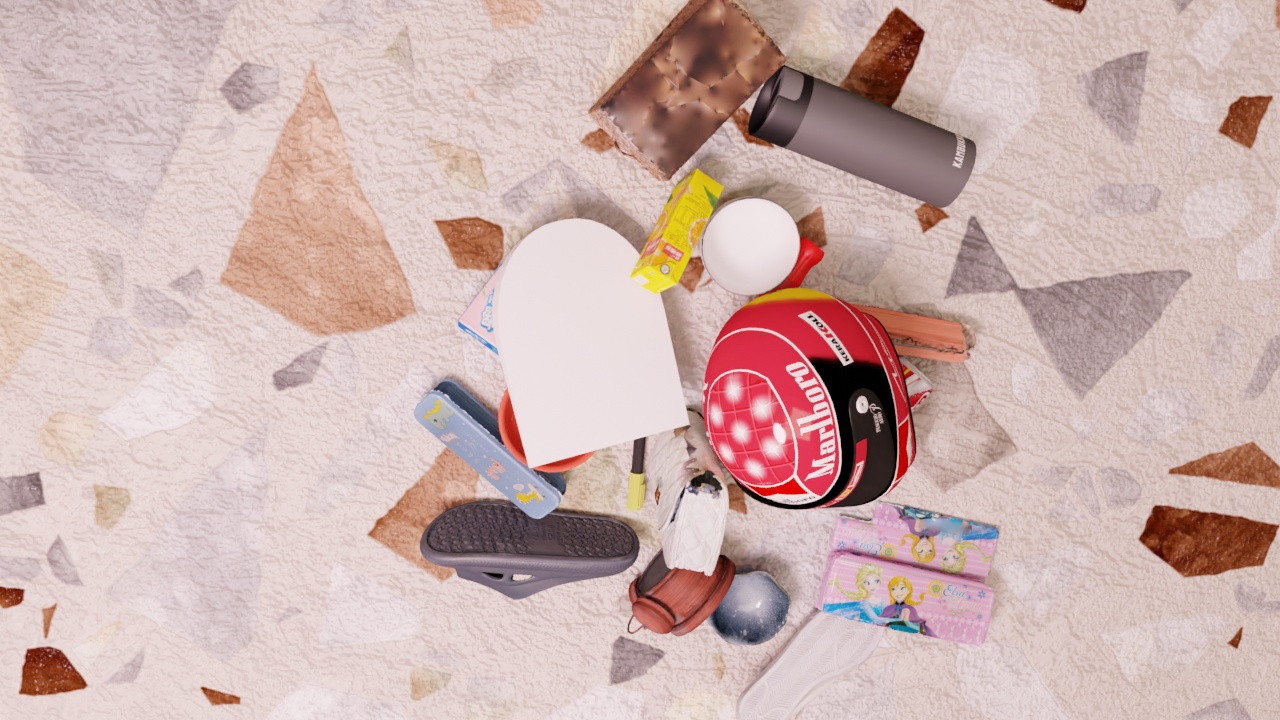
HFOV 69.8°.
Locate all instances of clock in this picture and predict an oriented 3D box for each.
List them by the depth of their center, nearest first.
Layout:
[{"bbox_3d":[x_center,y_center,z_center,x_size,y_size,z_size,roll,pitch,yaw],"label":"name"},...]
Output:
[{"bbox_3d":[0.043,0.287,1.151,0.072,0.120,0.157,43,90,-7],"label":"clock"}]

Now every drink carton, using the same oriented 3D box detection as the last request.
[{"bbox_3d":[0.039,-0.144,1.027,0.043,0.059,0.134,31,72,-16],"label":"drink carton"}]

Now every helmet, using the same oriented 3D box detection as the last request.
[{"bbox_3d":[0.179,0.056,1.020,0.198,0.224,0.271,-12,98,45],"label":"helmet"}]

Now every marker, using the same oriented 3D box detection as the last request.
[{"bbox_3d":[-0.002,0.129,1.152,0.021,0.017,0.124,16,108,37],"label":"marker"}]

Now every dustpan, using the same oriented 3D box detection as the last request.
[{"bbox_3d":[-0.068,-0.030,1.049,0.191,0.053,0.258,-14,95,-16],"label":"dustpan"}]

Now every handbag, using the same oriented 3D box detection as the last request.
[{"bbox_3d":[0.052,0.150,1.073,0.072,0.194,0.139,7,107,-7],"label":"handbag"}]

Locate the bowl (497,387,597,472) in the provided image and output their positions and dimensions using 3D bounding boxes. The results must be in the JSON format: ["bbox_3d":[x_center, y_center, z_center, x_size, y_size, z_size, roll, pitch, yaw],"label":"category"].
[{"bbox_3d":[-0.106,0.067,1.105,0.130,0.045,0.130,0,91,-9],"label":"bowl"}]

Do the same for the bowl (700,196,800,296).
[{"bbox_3d":[0.123,-0.136,1.064,0.113,0.063,0.113,-1,106,-4],"label":"bowl"}]

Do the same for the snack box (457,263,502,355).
[{"bbox_3d":[-0.125,-0.032,1.062,0.154,0.033,0.087,37,73,-6],"label":"snack box"}]

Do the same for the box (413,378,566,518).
[{"bbox_3d":[-0.182,0.113,1.106,0.210,0.059,0.068,43,100,-8],"label":"box"}]

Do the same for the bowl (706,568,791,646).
[{"bbox_3d":[0.137,0.313,1.198,0.110,0.055,0.110,-1,106,-4],"label":"bowl"}]

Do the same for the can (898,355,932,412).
[{"bbox_3d":[0.304,0.049,1.131,0.064,0.064,0.105,39,99,-14],"label":"can"}]

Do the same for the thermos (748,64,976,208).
[{"bbox_3d":[0.248,-0.251,1.031,0.240,0.082,0.082,18,104,-10],"label":"thermos"}]

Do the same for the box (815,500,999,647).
[{"bbox_3d":[0.357,0.274,1.199,0.230,0.035,0.159,13,90,-7],"label":"box"}]

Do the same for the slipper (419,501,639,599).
[{"bbox_3d":[-0.137,0.240,1.139,0.268,0.110,0.083,5,121,-12],"label":"slipper"}]

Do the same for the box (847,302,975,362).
[{"bbox_3d":[0.315,-0.022,1.123,0.188,0.056,0.064,10,141,-6],"label":"box"}]

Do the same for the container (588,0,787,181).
[{"bbox_3d":[0.049,-0.295,0.987,0.114,0.112,0.198,42,97,-14],"label":"container"}]

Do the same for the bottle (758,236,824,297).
[{"bbox_3d":[0.169,-0.091,1.095,0.036,0.036,0.119,36,101,-13],"label":"bottle"}]

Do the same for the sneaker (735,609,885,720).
[{"bbox_3d":[0.221,0.407,1.228,0.242,0.091,0.089,-38,76,-12],"label":"sneaker"}]
